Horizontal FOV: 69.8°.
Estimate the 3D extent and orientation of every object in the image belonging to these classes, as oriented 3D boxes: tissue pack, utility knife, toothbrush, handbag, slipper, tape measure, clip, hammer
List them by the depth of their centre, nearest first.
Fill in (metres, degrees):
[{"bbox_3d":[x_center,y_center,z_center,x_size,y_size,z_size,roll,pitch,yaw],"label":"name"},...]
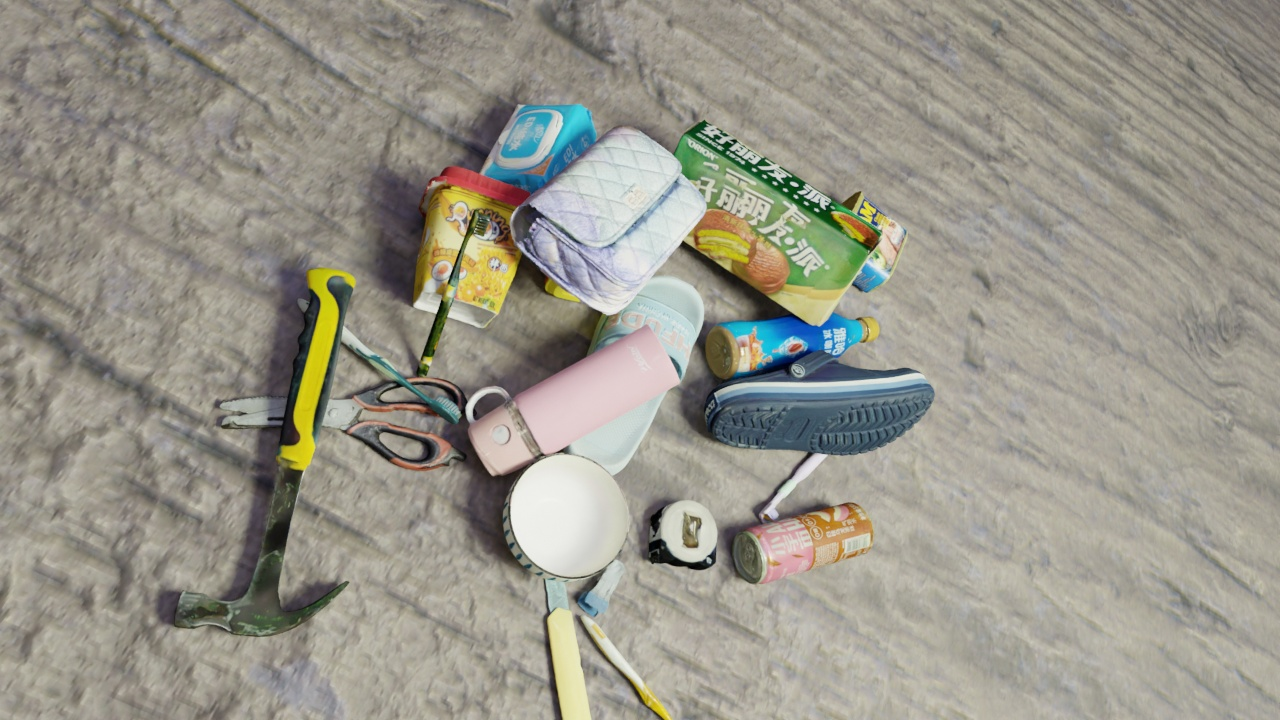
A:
[{"bbox_3d":[-0.294,0.072,0.794,0.126,0.032,0.322,13,70,-18],"label":"hammer"},{"bbox_3d":[-0.064,0.278,0.838,0.031,0.021,0.198,-1,71,-29],"label":"utility knife"},{"bbox_3d":[-0.173,-0.057,0.841,0.017,0.186,0.012,11,34,-25],"label":"toothbrush"},{"bbox_3d":[0.003,0.315,0.856,0.018,0.016,0.191,-39,89,-23],"label":"toothbrush"},{"bbox_3d":[-0.244,-0.002,0.860,0.191,0.016,0.018,37,44,3],"label":"toothbrush"},{"bbox_3d":[-0.034,0.216,0.877,0.026,0.041,0.058,40,54,-2],"label":"clip"},{"bbox_3d":[-0.023,-0.142,0.888,0.134,0.076,0.193,38,45,-1],"label":"handbag"},{"bbox_3d":[0.043,0.174,0.920,0.065,0.034,0.066,12,66,-22],"label":"tape measure"},{"bbox_3d":[-0.006,0.005,0.943,0.104,0.074,0.244,31,62,-9],"label":"slipper"},{"bbox_3d":[-0.110,-0.212,0.968,0.090,0.063,0.139,7,58,25],"label":"tissue pack"},{"bbox_3d":[0.188,0.042,0.997,0.252,0.105,0.095,-3,53,-13],"label":"slipper"},{"bbox_3d":[0.192,0.116,1.019,0.021,0.029,0.188,27,51,32],"label":"toothbrush"}]

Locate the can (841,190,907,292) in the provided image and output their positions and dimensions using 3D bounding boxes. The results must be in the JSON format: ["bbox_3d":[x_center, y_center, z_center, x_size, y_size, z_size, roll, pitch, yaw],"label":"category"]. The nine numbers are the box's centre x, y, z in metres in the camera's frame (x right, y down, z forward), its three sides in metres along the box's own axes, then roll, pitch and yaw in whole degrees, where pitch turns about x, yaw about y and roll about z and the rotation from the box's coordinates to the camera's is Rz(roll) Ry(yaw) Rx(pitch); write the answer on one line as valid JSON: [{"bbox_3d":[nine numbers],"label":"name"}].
[{"bbox_3d":[0.277,-0.146,1.142,0.083,0.057,0.101,35,60,-10],"label":"can"}]

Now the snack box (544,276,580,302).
[{"bbox_3d":[-0.057,-0.115,0.961,0.082,0.091,0.080,9,59,-23],"label":"snack box"}]

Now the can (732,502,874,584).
[{"bbox_3d":[0.171,0.190,0.957,0.147,0.058,0.058,-8,73,-27],"label":"can"}]

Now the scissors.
[{"bbox_3d":[-0.262,0.062,0.838,0.197,0.015,0.204,49,59,0],"label":"scissors"}]

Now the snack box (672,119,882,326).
[{"bbox_3d":[0.133,-0.151,1.010,0.240,0.115,0.063,35,41,8],"label":"snack box"}]

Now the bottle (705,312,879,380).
[{"bbox_3d":[0.180,-0.024,1.043,0.218,0.065,0.065,-10,74,-27],"label":"bottle"}]

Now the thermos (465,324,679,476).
[{"bbox_3d":[-0.069,0.032,0.868,0.198,0.067,0.087,-28,75,-2],"label":"thermos"}]

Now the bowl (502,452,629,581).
[{"bbox_3d":[-0.075,0.151,0.856,0.116,0.066,0.116,9,65,-21],"label":"bowl"}]

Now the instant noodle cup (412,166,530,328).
[{"bbox_3d":[-0.168,-0.106,0.900,0.116,0.116,0.123,17,75,-18],"label":"instant noodle cup"}]
